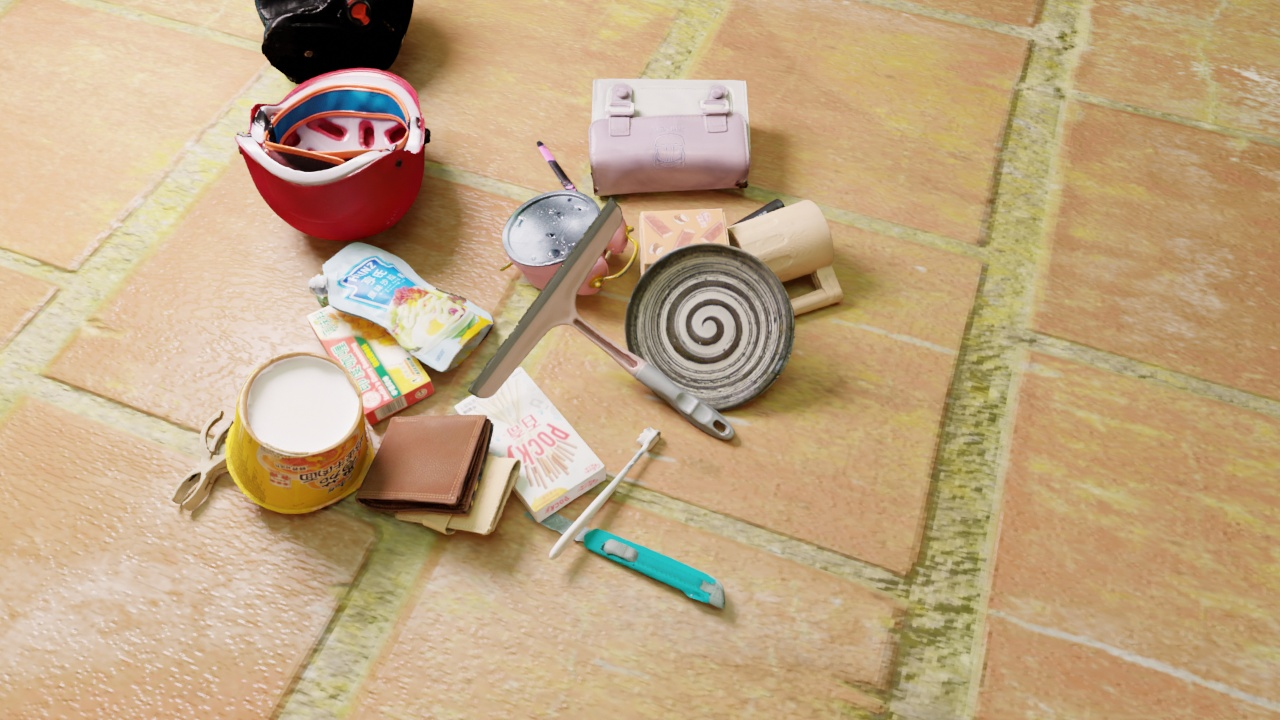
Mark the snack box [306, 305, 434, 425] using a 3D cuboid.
[{"bbox_3d":[-0.295,-0.007,0.999,0.077,0.027,0.155,-29,61,-19],"label":"snack box"}]

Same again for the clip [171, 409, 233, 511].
[{"bbox_3d":[-0.416,0.103,0.922,0.093,0.035,0.102,3,60,4],"label":"clip"}]

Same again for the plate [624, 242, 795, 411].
[{"bbox_3d":[0.073,-0.035,0.970,0.179,0.024,0.179,1,96,11],"label":"plate"}]

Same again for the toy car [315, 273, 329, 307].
[{"bbox_3d":[-0.328,-0.091,1.053,0.091,0.036,0.043,-25,58,-20],"label":"toy car"}]

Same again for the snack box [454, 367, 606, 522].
[{"bbox_3d":[-0.114,0.083,0.937,0.084,0.027,0.157,-32,59,-20],"label":"snack box"}]

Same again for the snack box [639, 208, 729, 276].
[{"bbox_3d":[0.048,-0.109,1.027,0.094,0.093,0.077,-3,55,-2],"label":"snack box"}]

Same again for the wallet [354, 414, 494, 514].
[{"bbox_3d":[-0.209,0.099,0.895,0.125,0.032,0.101,-2,53,23],"label":"wallet"}]

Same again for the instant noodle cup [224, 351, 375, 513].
[{"bbox_3d":[-0.325,0.063,0.880,0.138,0.110,0.137,10,58,-16],"label":"instant noodle cup"}]

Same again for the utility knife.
[{"bbox_3d":[-0.016,0.184,0.876,0.217,0.013,0.029,19,55,18],"label":"utility knife"}]

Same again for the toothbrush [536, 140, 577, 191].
[{"bbox_3d":[-0.091,-0.221,1.150,0.014,0.018,0.189,-25,58,-13],"label":"toothbrush"}]

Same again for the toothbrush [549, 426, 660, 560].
[{"bbox_3d":[-0.035,0.128,0.907,0.016,0.016,0.179,24,54,26],"label":"toothbrush"}]

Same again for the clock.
[{"bbox_3d":[-0.078,-0.131,1.048,0.159,0.060,0.117,13,59,25],"label":"clock"}]

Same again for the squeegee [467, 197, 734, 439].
[{"bbox_3d":[-0.006,0.006,0.956,0.249,0.040,0.247,37,84,-2],"label":"squeegee"}]

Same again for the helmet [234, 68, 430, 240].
[{"bbox_3d":[-0.350,-0.234,1.088,0.207,0.144,0.239,3,42,2],"label":"helmet"}]

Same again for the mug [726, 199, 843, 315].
[{"bbox_3d":[0.161,-0.110,1.046,0.103,0.084,0.124,-19,84,-11],"label":"mug"}]

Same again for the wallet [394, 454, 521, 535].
[{"bbox_3d":[-0.180,0.128,0.895,0.115,0.024,0.087,6,57,25],"label":"wallet"}]

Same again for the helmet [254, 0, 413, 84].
[{"bbox_3d":[-0.406,-0.492,1.188,0.229,0.276,0.233,-13,64,-41],"label":"helmet"}]

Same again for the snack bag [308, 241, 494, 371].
[{"bbox_3d":[-0.264,-0.064,1.006,0.191,0.039,0.110,31,51,7],"label":"snack bag"}]

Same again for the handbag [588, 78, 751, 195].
[{"bbox_3d":[0.036,-0.280,1.147,0.197,0.099,0.144,-1,61,0],"label":"handbag"}]

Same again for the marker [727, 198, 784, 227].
[{"bbox_3d":[0.119,-0.159,1.107,0.131,0.020,0.022,-31,32,-18],"label":"marker"}]
